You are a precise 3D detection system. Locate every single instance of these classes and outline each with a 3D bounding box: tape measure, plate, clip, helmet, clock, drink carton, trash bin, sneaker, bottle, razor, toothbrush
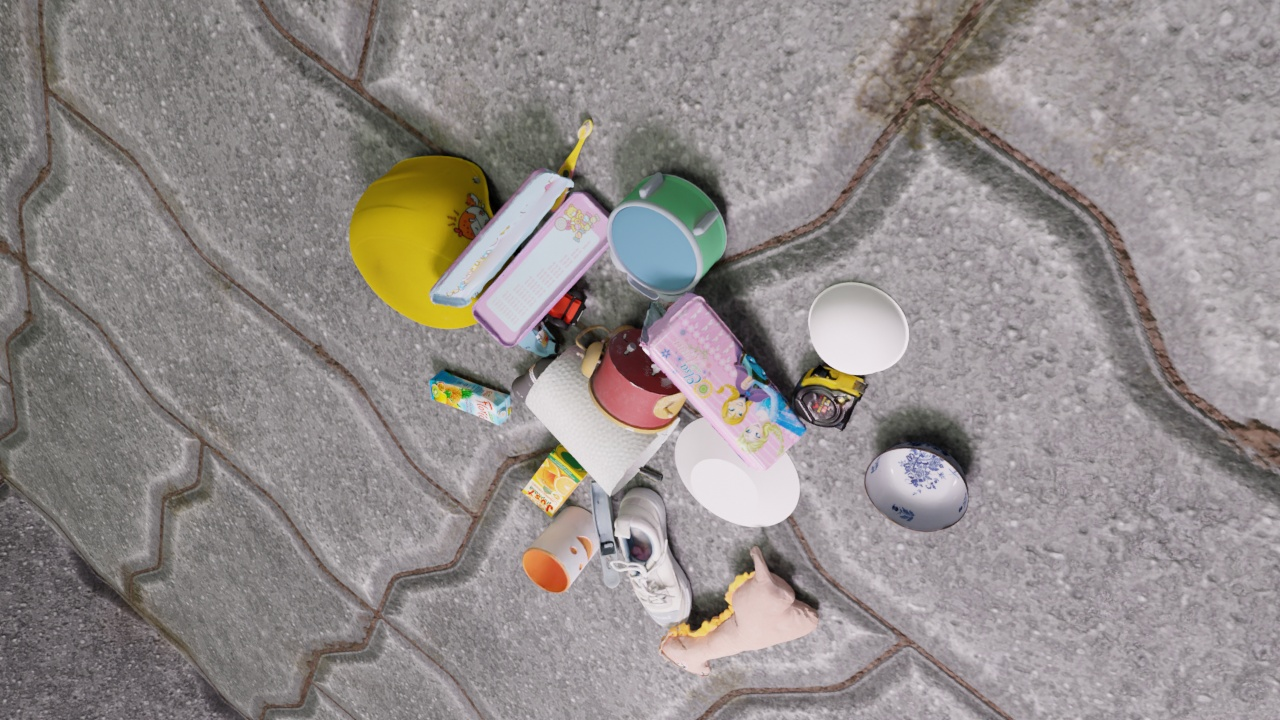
[{"bbox_3d":[0.209,0.041,1.032,0.072,0.042,0.072,24,135,12],"label":"tape measure"},{"bbox_3d":[0.114,0.154,1.172,0.174,0.036,0.174,17,128,23],"label":"plate"},{"bbox_3d":[-0.050,0.237,1.325,0.027,0.090,0.162,-5,108,2],"label":"clip"},{"bbox_3d":[-0.275,-0.129,1.166,0.210,0.139,0.240,-5,117,35],"label":"helmet"},{"bbox_3d":[0.025,-0.128,1.022,0.122,0.075,0.162,35,145,7],"label":"clock"},{"bbox_3d":[-0.120,0.172,1.335,0.058,0.041,0.123,41,134,3],"label":"drink carton"},{"bbox_3d":[-0.247,0.054,1.339,0.129,0.038,0.044,19,128,22],"label":"drink carton"},{"bbox_3d":[-0.053,0.070,1.169,0.161,0.133,0.134,41,133,10],"label":"trash bin"},{"bbox_3d":[0.009,0.302,1.301,0.090,0.090,0.242,0,120,26],"label":"sneaker"},{"bbox_3d":[-0.135,0.020,1.245,0.036,0.036,0.110,50,133,-6],"label":"bottle"},{"bbox_3d":[-0.007,0.007,1.102,0.159,0.116,0.081,38,130,14],"label":"clock"},{"bbox_3d":[-0.018,0.144,1.264,0.106,0.026,0.043,23,128,14],"label":"razor"},{"bbox_3d":[-0.083,-0.222,1.062,0.021,0.016,0.136,34,132,3],"label":"toothbrush"}]

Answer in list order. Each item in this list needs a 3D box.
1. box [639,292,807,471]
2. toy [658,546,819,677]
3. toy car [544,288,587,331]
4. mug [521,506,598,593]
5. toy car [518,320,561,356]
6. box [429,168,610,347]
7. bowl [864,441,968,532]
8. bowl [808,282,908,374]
[{"bbox_3d":[0.087,0.021,1.054,0.230,0.084,0.090,47,178,-27],"label":"box"},{"bbox_3d":[0.114,0.357,1.276,0.265,0.065,0.196,-25,110,34],"label":"toy"},{"bbox_3d":[-0.115,-0.077,1.156,0.100,0.051,0.049,28,174,13],"label":"toy car"},{"bbox_3d":[-0.113,0.279,1.358,0.082,0.105,0.082,17,128,23],"label":"mug"},{"bbox_3d":[-0.144,-0.032,1.185,0.060,0.027,0.108,17,161,24],"label":"toy car"},{"bbox_3d":[-0.138,-0.123,1.082,0.140,0.062,0.215,33,113,-32],"label":"box"},{"bbox_3d":[0.312,0.132,1.022,0.114,0.045,0.114,17,127,23],"label":"bowl"},{"bbox_3d":[0.225,-0.025,0.977,0.110,0.040,0.110,17,128,23],"label":"bowl"}]
